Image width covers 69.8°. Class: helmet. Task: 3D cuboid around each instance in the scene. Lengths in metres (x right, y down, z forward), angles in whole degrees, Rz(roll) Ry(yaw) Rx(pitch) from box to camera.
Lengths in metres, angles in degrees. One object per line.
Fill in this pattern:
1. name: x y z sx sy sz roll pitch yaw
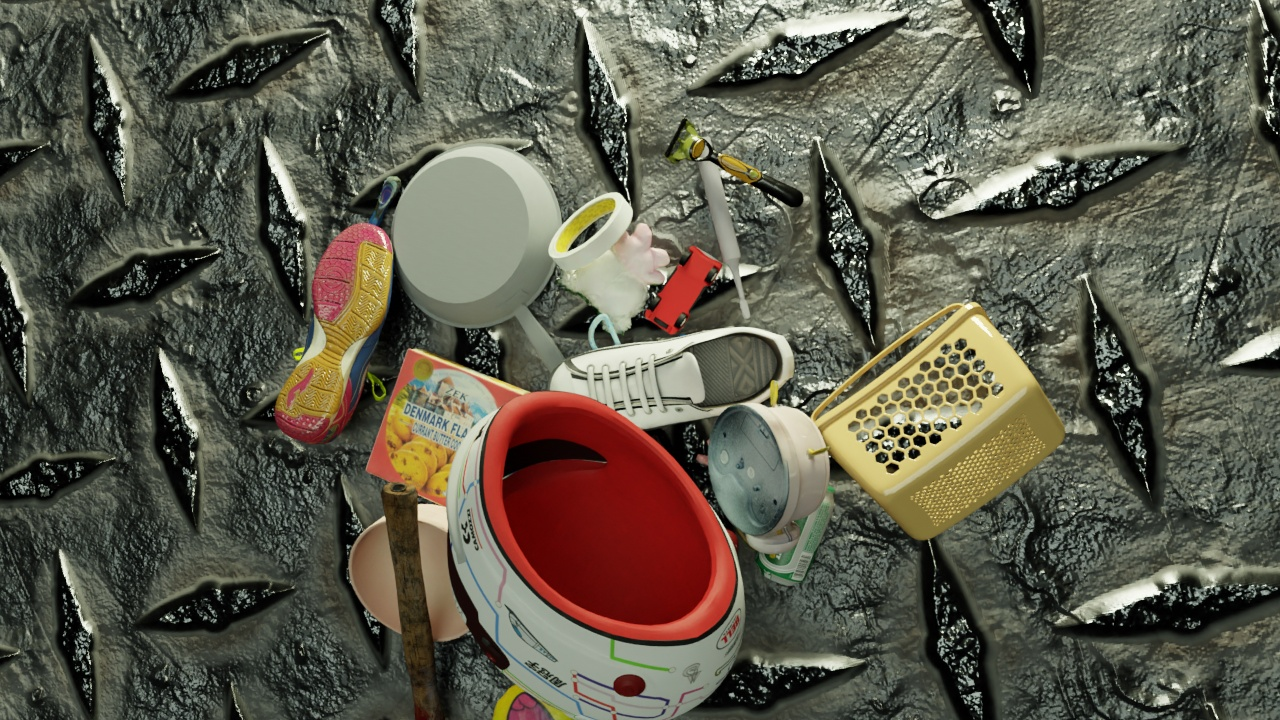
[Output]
1. helmet: -0.053 0.191 0.843 0.314 0.230 0.237 43 142 0

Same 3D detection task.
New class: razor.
1. razor: 0.097 -0.189 0.907 0.144 0.021 0.044 27 84 -1
2. razor: -0.300 -0.140 1.018 0.044 0.018 0.141 25 95 13

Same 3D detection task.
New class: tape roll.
1. tape roll: -0.051 -0.130 0.922 0.094 0.094 0.019 -36 119 11

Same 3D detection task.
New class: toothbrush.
1. toothbrush: 0.084 -0.132 0.922 0.018 0.019 0.188 -13 85 -6

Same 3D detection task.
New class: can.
1. can: 0.149 0.164 0.885 0.053 0.053 0.101 21 95 13

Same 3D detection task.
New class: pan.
1. pan: -0.140 -0.071 0.968 0.201 0.050 0.356 -35 79 11

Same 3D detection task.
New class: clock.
1. clock: 0.112 0.110 0.837 0.116 0.058 0.158 53 139 43

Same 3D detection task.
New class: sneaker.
1. sneaker: 0.030 0.021 0.871 0.245 0.097 0.091 -8 89 1
2. sneaker: -0.324 -0.028 0.993 0.116 0.091 0.241 17 83 10

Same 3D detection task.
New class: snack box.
1. snack box: -0.203 0.077 0.980 0.143 0.040 0.145 21 94 13

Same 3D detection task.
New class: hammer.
1. hammer: -0.234 0.269 0.925 0.120 0.033 0.331 5 114 12

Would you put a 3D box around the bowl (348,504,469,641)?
1. bowl: -0.217 0.208 0.954 0.153 0.076 0.153 5 114 10

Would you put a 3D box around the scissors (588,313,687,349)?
1. scissors: -0.008 0.004 0.930 0.125 0.013 0.130 -36 99 1

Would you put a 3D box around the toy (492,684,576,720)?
1. toy: -0.110 0.381 0.953 0.095 0.041 0.094 -20 79 14

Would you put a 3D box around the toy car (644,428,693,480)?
1. toy car: 0.019 0.107 0.927 0.042 0.036 0.091 -33 82 11

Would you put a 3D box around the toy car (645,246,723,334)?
1. toy car: 0.044 -0.071 0.924 0.038 0.025 0.089 34 92 12

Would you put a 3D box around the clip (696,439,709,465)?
1. clip: 0.086 0.098 0.920 0.060 0.023 0.045 11 93 19

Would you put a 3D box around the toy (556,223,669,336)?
1. toy: -0.019 -0.088 0.934 0.109 0.041 0.095 -42 96 16

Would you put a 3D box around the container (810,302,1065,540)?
1. container: 0.259 0.046 0.832 0.183 0.129 0.167 -40 39 10

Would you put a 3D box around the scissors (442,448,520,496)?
1. scissors: -0.136 0.116 0.948 0.129 0.014 0.119 39 88 -27
